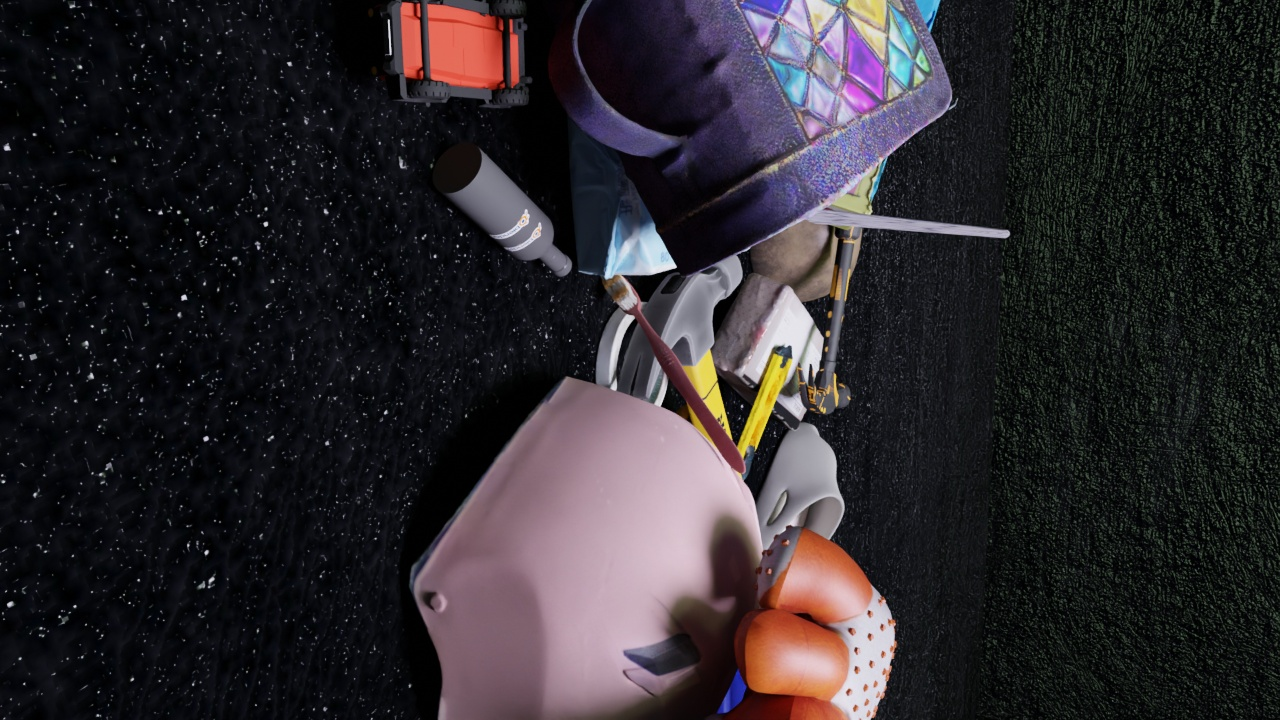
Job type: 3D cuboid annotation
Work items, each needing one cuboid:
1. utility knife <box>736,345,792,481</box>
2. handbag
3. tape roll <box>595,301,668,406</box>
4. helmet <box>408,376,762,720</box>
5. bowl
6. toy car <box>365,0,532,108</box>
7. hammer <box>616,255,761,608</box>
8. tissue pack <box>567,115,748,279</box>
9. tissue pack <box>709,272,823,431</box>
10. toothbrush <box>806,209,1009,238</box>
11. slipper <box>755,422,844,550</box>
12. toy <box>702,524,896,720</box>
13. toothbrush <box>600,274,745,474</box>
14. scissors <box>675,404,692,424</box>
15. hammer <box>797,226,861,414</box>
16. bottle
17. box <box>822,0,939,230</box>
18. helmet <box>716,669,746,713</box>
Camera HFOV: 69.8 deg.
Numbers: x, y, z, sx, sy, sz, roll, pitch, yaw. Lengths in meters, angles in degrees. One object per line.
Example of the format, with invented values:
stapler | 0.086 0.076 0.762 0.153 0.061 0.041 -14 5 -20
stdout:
utility knife | 0.089 0.088 0.805 0.030 0.019 0.219 13 103 -47
handbag | 0.042 -0.169 0.493 0.221 0.126 0.205 -31 95 -39
tape roll | -0.004 0.004 0.665 0.092 0.013 0.093 -21 114 -59
helmet | -0.008 0.143 0.554 0.229 0.153 0.256 -50 143 -52
bowl | 0.168 -0.135 0.900 0.161 0.070 0.162 -20 113 -60
toy car | -0.090 -0.146 0.432 0.100 0.049 0.051 -22 115 -59
hammer | 0.062 0.085 0.725 0.169 0.034 0.325 -48 130 -48
tissue pack | 0.016 -0.119 0.617 0.181 0.070 0.112 -22 113 -59
tissue pack | 0.120 -0.010 0.856 0.181 0.071 0.104 36 79 -56
toothbrush | 0.136 -0.091 0.578 0.010 0.182 0.010 -52 144 -46
slipper | 0.164 0.172 0.946 0.265 0.081 0.113 -52 136 -45
toy | 0.073 0.190 0.475 0.164 0.093 0.172 85 25 -44
toothbrush | 0.018 0.002 0.572 0.015 0.184 0.015 -38 141 7
scissors | 0.019 0.142 0.705 0.134 0.016 0.227 58 46 -41
hammer | 0.185 -0.110 0.826 0.123 0.036 0.320 7 92 -61
bottle | -0.069 -0.076 0.507 0.113 0.030 0.030 42 59 -57
box | 0.170 -0.223 0.725 0.124 0.082 0.221 -49 156 -84
helmet | 0.102 0.313 0.701 0.148 0.228 0.241 46 56 -67
